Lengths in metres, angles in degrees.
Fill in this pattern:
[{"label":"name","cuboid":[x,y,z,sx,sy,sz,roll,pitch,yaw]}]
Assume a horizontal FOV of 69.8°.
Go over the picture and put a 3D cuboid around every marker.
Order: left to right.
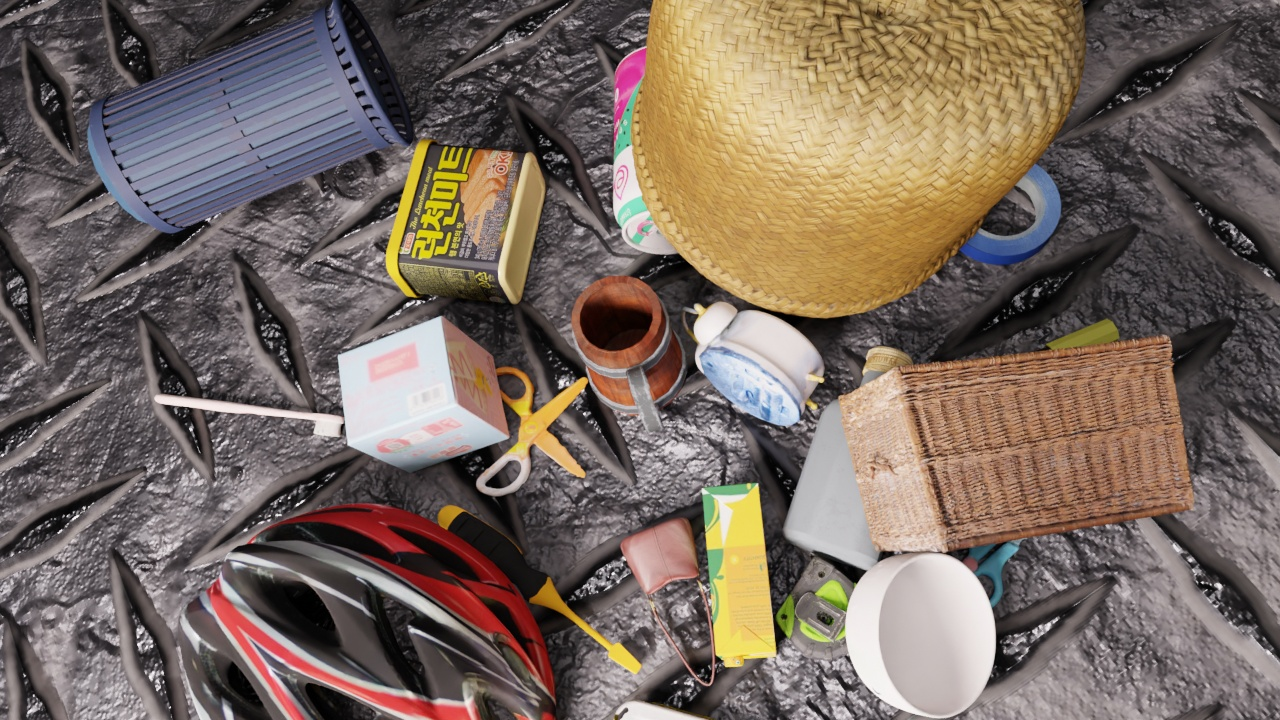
[{"label":"marker","cuboid":[0.301,0.002,0.700,0.124,0.021,0.017,-23,67,4]}]

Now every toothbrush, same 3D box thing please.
[{"label":"toothbrush","cuboid":[-0.340,0.046,0.791,0.181,0.016,0.018,7,76,11]},{"label":"toothbrush","cuboid":[-0.079,0.171,0.693,0.197,0.031,0.031,34,67,17]}]

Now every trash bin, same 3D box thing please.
[{"label":"trash bin","cuboid":[-0.351,-0.215,0.828,0.249,0.139,0.139,-21,67,3]}]

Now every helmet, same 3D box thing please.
[{"label":"helmet","cuboid":[-0.185,0.222,0.634,0.272,0.167,0.217,35,85,7]}]

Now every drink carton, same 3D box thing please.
[{"label":"drink carton","cuboid":[0.071,0.155,0.658,0.041,0.058,0.122,-6,69,7]}]

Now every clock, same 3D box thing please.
[{"label":"clock","cuboid":[0.081,-0.002,0.700,0.125,0.089,0.051,32,72,17]}]

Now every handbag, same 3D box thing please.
[{"label":"handbag","cuboid":[0.030,0.180,0.676,0.055,0.029,0.119,-22,73,3]}]

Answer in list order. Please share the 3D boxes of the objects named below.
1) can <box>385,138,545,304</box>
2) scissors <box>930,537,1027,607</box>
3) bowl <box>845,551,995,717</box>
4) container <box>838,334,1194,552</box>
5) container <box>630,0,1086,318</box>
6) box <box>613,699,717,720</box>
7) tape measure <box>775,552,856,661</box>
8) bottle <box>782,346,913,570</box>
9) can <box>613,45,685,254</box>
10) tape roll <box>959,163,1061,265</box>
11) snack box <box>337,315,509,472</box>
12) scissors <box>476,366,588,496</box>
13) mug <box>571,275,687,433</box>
[{"label":"can","cuboid":[-0.147,-0.118,0.792,0.101,0.072,0.130,7,71,9]},{"label":"scissors","cuboid":[0.266,0.127,0.662,0.136,0.015,0.056,-40,66,-4]},{"label":"bowl","cuboid":[0.183,0.182,0.619,0.104,0.054,0.104,6,76,-26]},{"label":"container","cuboid":[0.244,0.057,0.608,0.198,0.114,0.112,-8,80,-8]},{"label":"container","cuboid":[0.145,-0.207,0.653,0.307,0.197,0.306,2,69,-5]},{"label":"box","cuboid":[0.069,0.316,0.618,0.210,0.023,0.127,11,70,12]},{"label":"tape measure","cuboid":[0.131,0.180,0.651,0.059,0.036,0.065,29,76,17]},{"label":"bottle","cuboid":[0.164,0.068,0.682,0.072,0.046,0.161,18,73,15]},{"label":"can","cuboid":[0.022,-0.180,0.777,0.088,0.088,0.165,-3,69,8]},{"label":"tape roll","cuboid":[0.294,-0.124,0.750,0.091,0.016,0.093,42,81,21]},{"label":"snack box","cuboid":[-0.169,0.029,0.720,0.093,0.095,0.079,-20,65,11]},{"label":"scissors","cuboid":[-0.091,0.057,0.748,0.125,0.011,0.128,40,82,22]},{"label":"mug","cuboid":[-0.004,0.004,0.699,0.081,0.111,0.117,-19,68,2]}]
